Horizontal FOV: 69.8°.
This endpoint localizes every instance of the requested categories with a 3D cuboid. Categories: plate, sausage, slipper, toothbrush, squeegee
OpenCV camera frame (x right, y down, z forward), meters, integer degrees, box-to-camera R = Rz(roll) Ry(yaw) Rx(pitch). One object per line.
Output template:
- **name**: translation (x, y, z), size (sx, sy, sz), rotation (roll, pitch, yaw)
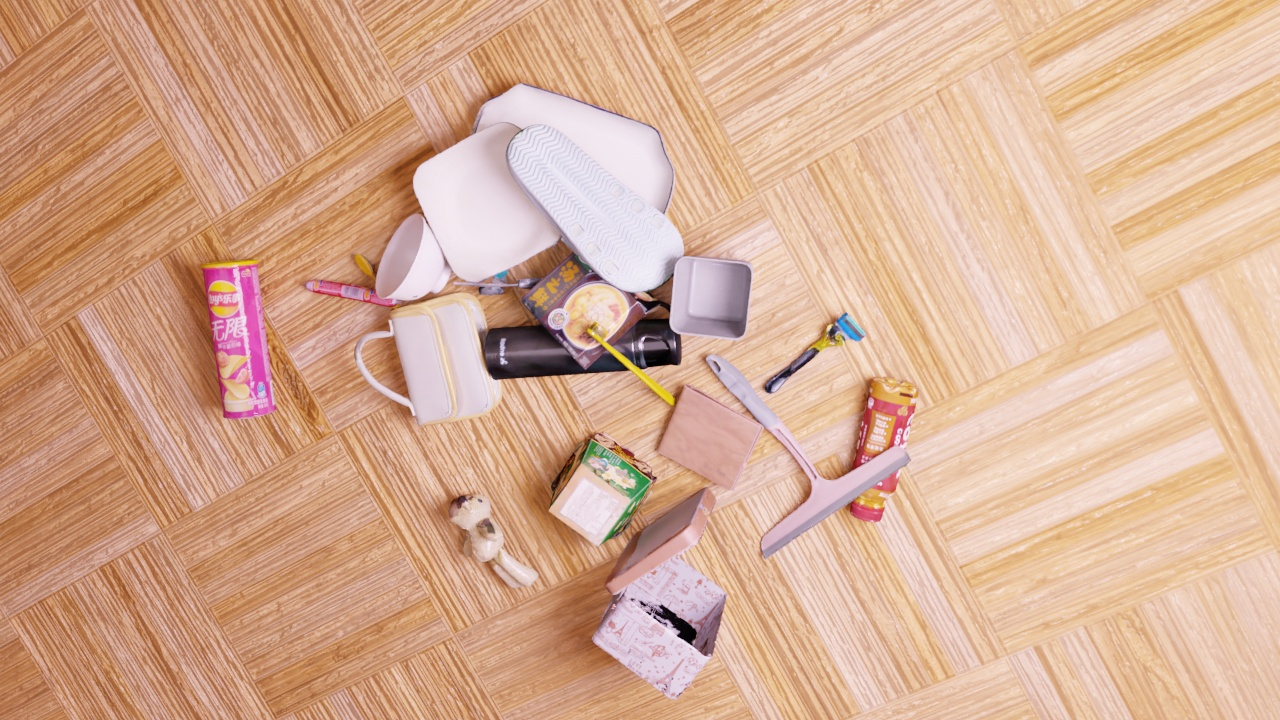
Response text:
- **plate**: translation (-0.085, -0.239, 1.141), size (0.266, 0.034, 0.162), rotation (19, 104, 7)
- **sausage**: translation (-0.385, -0.091, 1.223), size (0.156, 0.020, 0.020), rotation (11, 102, 18)
- **slipper**: translation (-0.059, -0.174, 1.082), size (0.245, 0.074, 0.104), rotation (43, 81, -10)
- **toothbrush**: translation (-0.007, 0.007, 1.117), size (0.016, 0.190, 0.015), rotation (-47, 44, 1)
- **plate**: translation (-0.183, -0.194, 1.131), size (0.164, 0.034, 0.163), rotation (-24, 96, 14)
- **toothbrush**: translation (-0.319, -0.065, 1.228), size (0.016, 0.018, 0.191), rotation (-36, 94, 16)
- **squeegee**: translation (0.168, 0.087, 1.149), size (0.249, 0.040, 0.248), rotation (51, 124, 6)

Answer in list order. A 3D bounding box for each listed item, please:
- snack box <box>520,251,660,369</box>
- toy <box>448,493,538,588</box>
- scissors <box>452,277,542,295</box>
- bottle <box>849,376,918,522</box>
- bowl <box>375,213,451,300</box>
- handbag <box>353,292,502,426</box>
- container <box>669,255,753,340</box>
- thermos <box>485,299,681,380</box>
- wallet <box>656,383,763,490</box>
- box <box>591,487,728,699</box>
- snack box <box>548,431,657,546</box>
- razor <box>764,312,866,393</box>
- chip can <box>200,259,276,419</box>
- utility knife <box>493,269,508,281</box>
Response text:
- **snack box**: translation (-0.061, -0.072, 1.122), size (0.125, 0.053, 0.113), rotation (-43, 67, -2)
- **toy**: translation (-0.199, 0.245, 1.242), size (0.157, 0.066, 0.105), rotation (52, 147, -5)
- **scissors**: translation (-0.171, -0.094, 1.125), size (0.160, 0.175, 0.014), rotation (-7, 89, 55)
- **bottle**: translation (0.293, 0.110, 1.121), size (0.057, 0.057, 0.175), rotation (11, 102, 8)
- **bowl**: translation (-0.282, -0.122, 1.177), size (0.064, 0.118, 0.118), rotation (24, 107, -35)
- **handbag**: translation (-0.283, 0.006, 1.198), size (0.179, 0.063, 0.163), rotation (-13, 97, 5)
- **container**: translation (0.090, -0.080, 1.096), size (0.090, 0.114, 0.090), rotation (7, 101, 9)
- **thermos**: translation (-0.071, -0.026, 1.167), size (0.243, 0.068, 0.090), rotation (-4, 76, 10)
- **wallet**: translation (0.087, 0.098, 1.162), size (0.115, 0.020, 0.101), rotation (28, 112, 17)
- **box**: translation (0.050, 0.265, 1.135), size (0.156, 0.182, 0.193), rotation (37, 107, 2)
- **snack box**: translation (-0.056, 0.171, 1.173), size (0.118, 0.105, 0.118), rotation (35, 105, 4)
- **razor**: translation (0.210, -0.005, 1.135), size (0.143, 0.022, 0.042), rotation (-40, 113, 20)
- **chip can**: translation (-0.545, -0.029, 1.247), size (0.071, 0.071, 0.210), rotation (-1, 100, 11)
- **utility knife**: translation (-0.195, -0.177, 1.184), size (0.029, 0.013, 0.157), rotation (-10, 98, 14)
